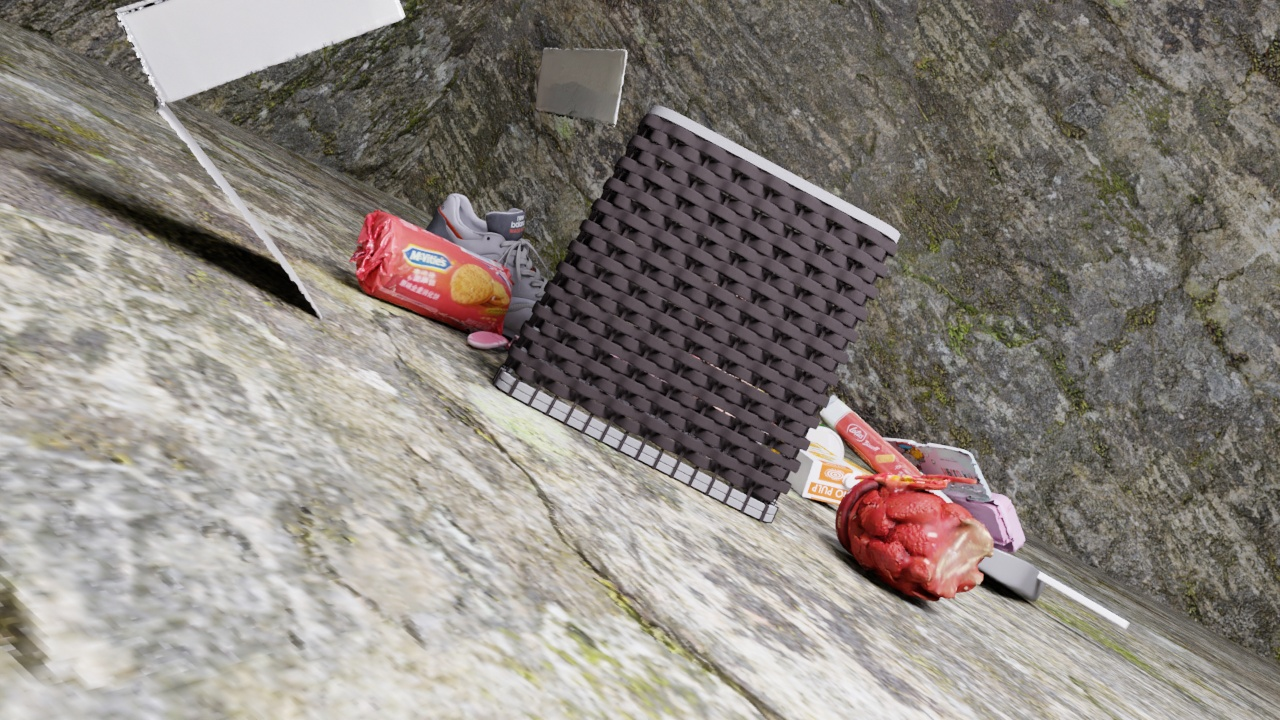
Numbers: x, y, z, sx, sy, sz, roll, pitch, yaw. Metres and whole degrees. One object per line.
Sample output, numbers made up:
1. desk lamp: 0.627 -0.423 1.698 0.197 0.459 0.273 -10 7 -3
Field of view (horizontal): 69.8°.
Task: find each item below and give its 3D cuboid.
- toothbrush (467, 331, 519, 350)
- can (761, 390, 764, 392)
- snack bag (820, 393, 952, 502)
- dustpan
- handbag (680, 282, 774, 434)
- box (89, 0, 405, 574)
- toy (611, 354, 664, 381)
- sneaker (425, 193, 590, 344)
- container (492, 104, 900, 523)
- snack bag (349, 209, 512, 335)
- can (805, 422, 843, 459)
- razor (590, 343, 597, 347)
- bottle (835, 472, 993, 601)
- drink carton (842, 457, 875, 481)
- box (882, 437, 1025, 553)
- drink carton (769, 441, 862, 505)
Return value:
1. toothbrush: -0.137 -0.018 0.881 0.021 0.016 0.135 34 5 9
2. can: 0.164 0.072 1.353 0.068 0.067 0.105 29 4 21
3. snack bag: 0.325 0.137 1.200 0.225 0.041 0.077 46 0 40
4. dustpan: 0.405 0.231 1.019 0.258 0.033 0.163 31 -1 38
5. handbag: 0.136 0.001 1.199 0.116 0.187 0.199 19 1 -13
6. box: -0.304 -0.092 0.640 0.164 0.446 0.167 13 11 -30
7. toy: -0.007 0.007 1.187 0.096 0.052 0.099 15 -6 31
8. sneaker: -0.150 -0.105 1.017 0.240 0.124 0.088 25 22 14
9. container: 0.047 -0.046 0.802 0.245 0.244 0.247 27 4 -4
10. snack bag: -0.195 -0.080 0.861 0.176 0.082 0.082 24 5 -46
11. can: 0.222 0.112 1.223 0.067 0.067 0.121 27 4 -6
12. razor: -0.043 -0.024 1.281 0.057 0.060 0.156 10 -3 36
13. bottle: 0.208 0.130 0.708 0.099 0.099 0.111 26 0 -20
14. drink carton: 0.279 0.160 1.162 0.058 0.041 0.122 27 5 -7
15. box: 0.400 0.168 1.193 0.153 0.041 0.201 65 -16 -8
16. drink carton: 0.189 0.120 1.014 0.058 0.040 0.122 15 7 -16
